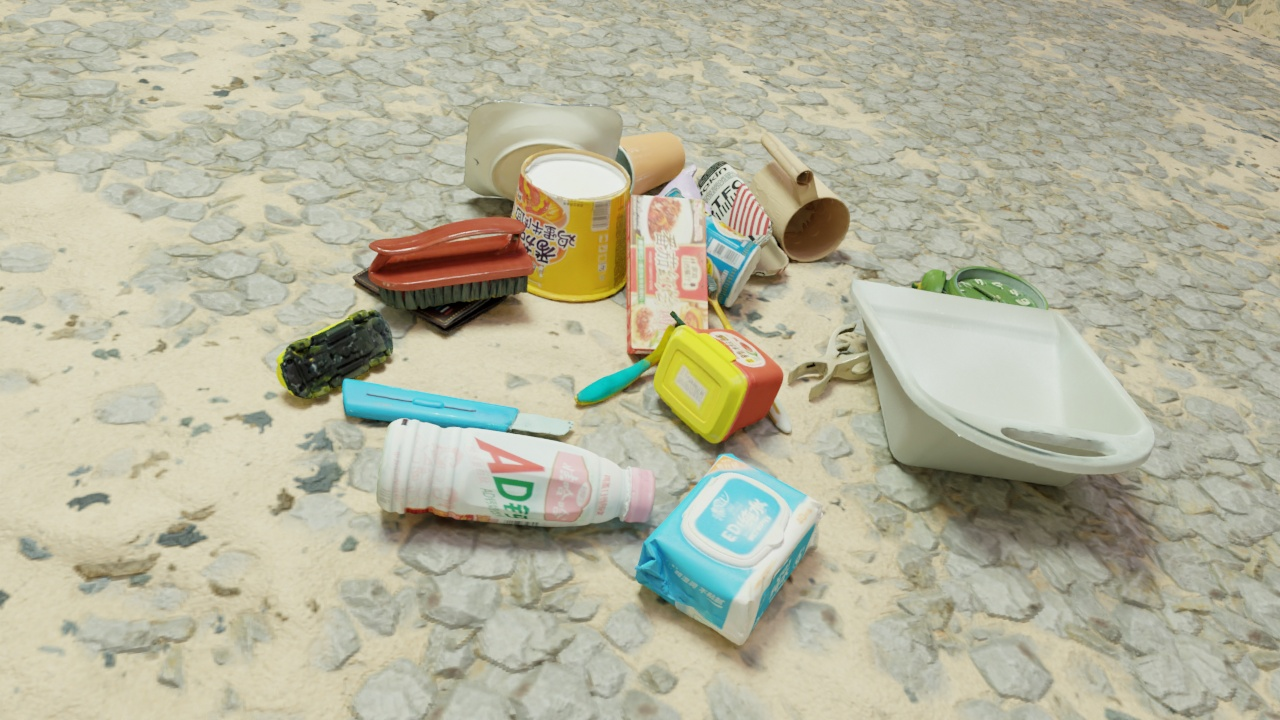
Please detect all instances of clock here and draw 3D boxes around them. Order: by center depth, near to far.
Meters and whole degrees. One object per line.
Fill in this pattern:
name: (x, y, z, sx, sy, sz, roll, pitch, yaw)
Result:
clock: (0.354, -0.050, 0.966, 0.161, 0.056, 0.116, 0, 38, -15)

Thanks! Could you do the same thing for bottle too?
bottle: (-0.088, 0.087, 0.672, 0.197, 0.068, 0.068, 8, 38, -9)

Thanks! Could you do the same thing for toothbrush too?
toothbrush: (0.096, -0.011, 0.854, 0.016, 0.018, 0.191, -13, 56, -19)

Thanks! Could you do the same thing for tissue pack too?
tissue pack: (0.065, 0.129, 0.659, 0.090, 0.063, 0.139, 28, 41, 20)

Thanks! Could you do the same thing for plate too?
plate: (-0.105, -0.212, 0.984, 0.163, 0.165, 0.034, -1, 64, -13)

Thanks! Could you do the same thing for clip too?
clip: (0.179, -0.005, 0.886, 0.104, 0.035, 0.082, -16, 48, -19)

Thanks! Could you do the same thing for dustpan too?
dustpan: (0.314, 0.007, 0.789, 0.222, 0.143, 0.257, 9, 58, -5)

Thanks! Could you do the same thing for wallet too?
wallet: (-0.201, -0.074, 0.886, 0.122, 0.020, 0.096, 27, 41, 23)

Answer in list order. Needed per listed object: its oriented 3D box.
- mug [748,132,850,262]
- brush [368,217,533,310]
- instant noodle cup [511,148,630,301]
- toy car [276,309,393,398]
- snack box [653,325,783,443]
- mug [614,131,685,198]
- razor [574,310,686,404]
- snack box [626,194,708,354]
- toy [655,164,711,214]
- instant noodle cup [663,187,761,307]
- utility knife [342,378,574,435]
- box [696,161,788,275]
mug: (0.174, -0.189, 1.046, 0.084, 0.125, 0.103, -26, 43, -1)
brush: (-0.175, -0.092, 0.841, 0.145, 0.069, 0.063, -11, 42, -18)
instant noodle cup: (-0.071, -0.142, 0.930, 0.138, 0.110, 0.137, 6, 38, -5)
toy car: (-0.255, -0.006, 0.766, 0.032, 0.048, 0.105, -1, 25, 42)
snack box: (0.069, 0.018, 0.795, 0.080, 0.082, 0.091, -9, 42, -45)
mug: (-0.003, -0.235, 1.099, 0.078, 0.078, 0.122, 32, 36, 24)
razor: (-0.005, 0.005, 0.817, 0.132, 0.028, 0.043, -34, 68, -22)
snack box: (0.025, -0.081, 0.873, 0.075, 0.025, 0.152, 2, 78, -11)
toy: (0.045, -0.164, 1.031, 0.039, 0.084, 0.108, 31, 28, -47)
instant noodle cup: (0.061, -0.111, 0.943, 0.110, 0.099, 0.099, 29, 41, 10)
utility knife: (-0.149, 0.043, 0.751, 0.191, 0.018, 0.034, 9, 42, -6)
box: (0.116, -0.152, 1.038, 0.087, 0.076, 0.162, 26, 24, -40)
